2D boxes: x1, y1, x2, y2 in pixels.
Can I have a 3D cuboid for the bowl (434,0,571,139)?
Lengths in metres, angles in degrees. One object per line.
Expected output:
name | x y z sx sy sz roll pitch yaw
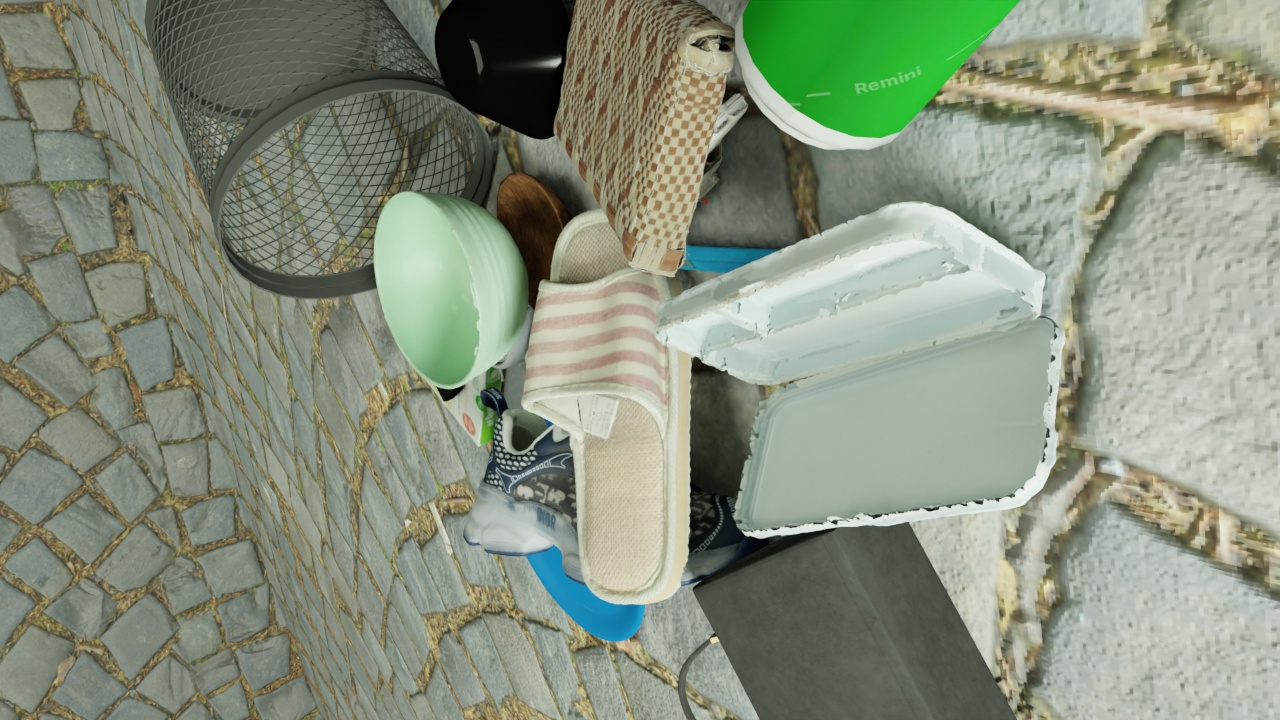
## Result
bowl | -0.100 -0.202 0.604 0.124 0.052 0.124 34 137 39

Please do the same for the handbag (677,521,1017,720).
handbag | 0.096 0.197 0.544 0.196 0.072 0.175 -33 81 40

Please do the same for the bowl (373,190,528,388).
bowl | -0.137 -0.060 0.708 0.151 0.076 0.151 23 122 43

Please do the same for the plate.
plate | -0.060 0.147 0.834 0.224 0.024 0.225 32 134 41

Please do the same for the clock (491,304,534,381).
clock | -0.122 -0.047 0.792 0.094 0.035 0.123 46 143 28

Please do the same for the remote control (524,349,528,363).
remote control | -0.058 -0.001 0.735 0.060 0.028 0.115 64 150 6

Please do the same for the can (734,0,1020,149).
can | 0.101 -0.153 0.355 0.087 0.087 0.140 58 147 13

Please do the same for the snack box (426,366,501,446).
snack box | -0.195 -0.014 0.927 0.168 0.027 0.132 46 142 29

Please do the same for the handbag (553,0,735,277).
handbag | -0.001 -0.144 0.499 0.185 0.047 0.124 -117 35 -49

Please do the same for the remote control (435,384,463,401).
remote control | -0.217 -0.032 0.907 0.150 0.013 0.035 62 146 5

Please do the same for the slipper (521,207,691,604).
slipper | -0.024 0.026 0.596 0.115 0.052 0.262 -13 78 36

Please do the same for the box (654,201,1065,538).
box | 0.086 0.008 0.445 0.211 0.105 0.129 -27 45 55

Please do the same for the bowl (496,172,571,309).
bowl | -0.072 -0.090 0.701 0.102 0.026 0.114 22 128 48

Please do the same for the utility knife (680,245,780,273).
utility knife | 0.083 -0.053 0.501 0.221 0.031 0.015 8 75 50

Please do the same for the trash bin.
trash bin | -0.270 -0.207 0.750 0.227 0.217 0.218 57 147 23

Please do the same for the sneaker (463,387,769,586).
sneaker | -0.028 0.084 0.679 0.270 0.103 0.132 3 95 40

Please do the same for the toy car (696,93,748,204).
toy car | 0.028 -0.109 0.540 0.039 0.039 0.113 46 147 -6
